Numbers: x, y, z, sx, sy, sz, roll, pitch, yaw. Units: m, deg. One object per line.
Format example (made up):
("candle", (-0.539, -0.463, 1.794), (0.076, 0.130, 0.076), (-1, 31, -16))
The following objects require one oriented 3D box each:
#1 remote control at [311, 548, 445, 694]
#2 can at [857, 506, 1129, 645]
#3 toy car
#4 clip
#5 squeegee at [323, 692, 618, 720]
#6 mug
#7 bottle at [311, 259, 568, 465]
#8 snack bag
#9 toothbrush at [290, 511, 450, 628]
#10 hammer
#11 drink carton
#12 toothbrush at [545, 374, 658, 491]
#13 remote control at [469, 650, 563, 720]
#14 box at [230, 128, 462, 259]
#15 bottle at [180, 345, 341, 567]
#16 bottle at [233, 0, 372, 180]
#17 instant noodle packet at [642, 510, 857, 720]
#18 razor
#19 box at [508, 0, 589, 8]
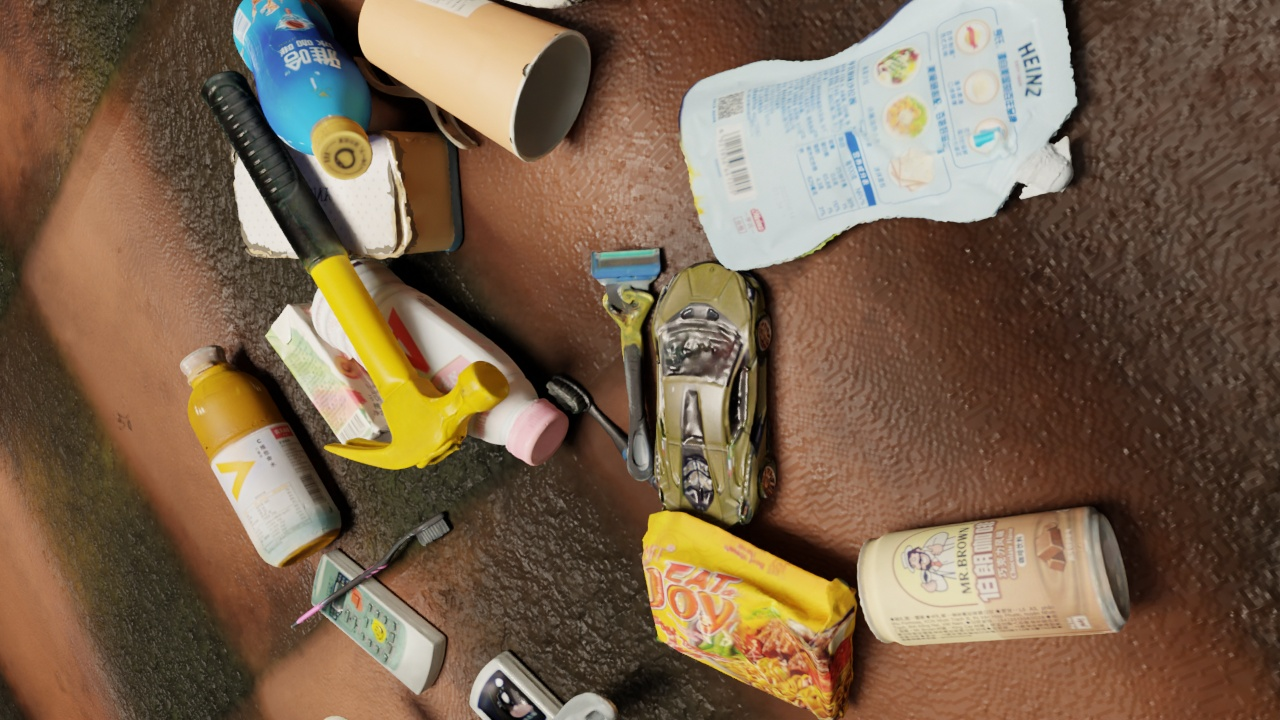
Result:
("remote control", (-0.215, 0.212, 0.746), (0.135, 0.019, 0.056), (31, 115, 23))
("can", (0.173, 0.109, 0.456), (0.117, 0.058, 0.058), (-16, 92, 33))
("toy car", (0.039, 0.022, 0.533), (0.070, 0.042, 0.158), (3, 100, 31))
("clip", (-0.141, -0.183, 0.606), (0.100, 0.034, 0.072), (33, 116, 13))
("squeegee", (-0.080, 0.277, 0.635), (0.246, 0.039, 0.247), (41, 125, 0))
("mug", (-0.100, -0.179, 0.540), (0.123, 0.078, 0.078), (30, 115, 14))
("bottle", (-0.134, 0.002, 0.620), (0.197, 0.068, 0.068), (32, 116, 22))
("snack bag", (0.113, -0.114, 0.457), (0.191, 0.038, 0.110), (-11, 90, 32))
("toothbrush", (-0.216, 0.171, 0.724), (0.190, 0.014, 0.018), (-37, 89, 22))
("hammer", (-0.203, -0.062, 0.592), (0.129, 0.032, 0.300), (-38, 78, 24))
("drink carton", (-0.219, 0.010, 0.684), (0.046, 0.053, 0.122), (-45, 76, 27))
("toothbrush", (0.008, 0.073, 0.578), (0.189, 0.016, 0.014), (43, 117, 16))
("remote control", (-0.063, 0.279, 0.665), (0.150, 0.021, 0.058), (37, 118, 19))
("box", (-0.204, -0.116, 0.642), (0.184, 0.062, 0.090), (6, 105, 29))
("bottle", (-0.315, 0.075, 0.749), (0.068, 0.067, 0.189), (-38, 80, 32))
("bottle", (-0.208, -0.174, 0.578), (0.218, 0.065, 0.065), (52, 126, 44))
("instant noodle packet", (0.059, 0.148, 0.529), (0.128, 0.044, 0.111), (18, 134, 29))
("razor", (-0.003, 0.003, 0.563), (0.043, 0.022, 0.143), (-4, 96, 4))
("box", (-0.084, -0.254, 0.524), (0.162, 0.075, 0.086), (26, 81, 22))
